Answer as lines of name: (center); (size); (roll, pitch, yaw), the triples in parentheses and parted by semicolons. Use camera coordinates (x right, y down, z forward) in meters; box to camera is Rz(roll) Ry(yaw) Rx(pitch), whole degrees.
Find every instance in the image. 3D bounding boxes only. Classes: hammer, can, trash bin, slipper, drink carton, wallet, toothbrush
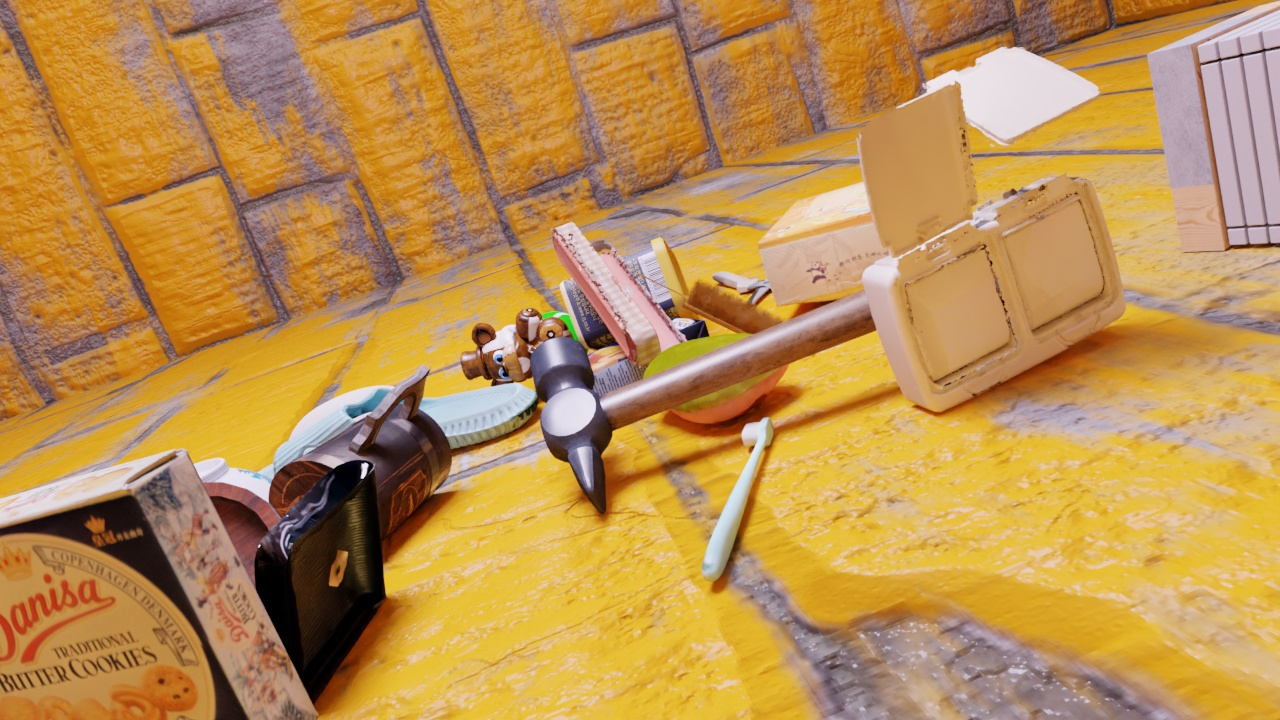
hammer: (0.089, -0.009, 0.580); (0.322, 0.040, 0.129); (-22, 47, 2)
can: (-0.008, -0.058, 0.890); (0.104, 0.075, 0.135); (-21, -4, 7)
trash bin: (0.485, -0.163, 0.564); (0.142, 0.142, 0.247); (-26, 16, -25)
slipper: (-0.225, 0.058, 0.812); (0.276, 0.069, 0.116); (-17, 11, 6)
drink carton: (-0.005, 0.005, 0.779); (0.129, 0.040, 0.064); (-24, 15, -21)
wallet: (-0.165, 0.113, 0.481); (0.026, 0.089, 0.114); (1, 15, 5)
toothbrush: (0.054, 0.071, 0.504); (0.017, 0.016, 0.180); (-11, 15, 19)

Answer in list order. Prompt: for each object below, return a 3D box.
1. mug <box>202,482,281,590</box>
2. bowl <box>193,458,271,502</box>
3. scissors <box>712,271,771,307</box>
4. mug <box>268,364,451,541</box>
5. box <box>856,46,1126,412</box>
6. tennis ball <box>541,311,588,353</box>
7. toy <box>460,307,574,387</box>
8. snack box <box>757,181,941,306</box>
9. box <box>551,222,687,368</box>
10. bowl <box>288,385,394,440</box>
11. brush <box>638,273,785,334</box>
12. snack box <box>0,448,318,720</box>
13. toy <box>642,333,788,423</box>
mug: (-0.244, 0.132, 0.498); (0.117, 0.081, 0.111); (-58, 5, -29)
bowl: (-0.330, 0.121, 0.690); (0.144, 0.074, 0.143); (-18, 14, 4)
scissors: (0.134, -0.092, 1.016); (0.180, 0.015, 0.198); (-2, 22, 46)
mug: (-0.185, 0.069, 0.634); (0.080, 0.116, 0.107); (26, 25, 9)
box: (0.197, -0.071, 0.512); (0.143, 0.180, 0.080); (-28, 16, -8)
tennis ball: (-0.084, -0.016, 0.904); (0.065, 0.065, 0.065); (-18, 14, 4)
toy: (-0.110, -0.004, 0.846); (0.113, 0.087, 0.067); (-12, 25, 10)
snack box: (0.210, -0.116, 0.868); (0.145, 0.080, 0.194); (-13, 15, 25)
box: (-0.018, -0.057, 0.761); (0.067, 0.057, 0.187); (-8, 39, -25)
bowl: (-0.300, 0.059, 0.948); (0.149, 0.043, 0.149); (-18, 14, 5)
brush: (0.061, -0.050, 0.785); (0.126, 0.017, 0.048); (26, 25, 6)
snack box: (-0.240, 0.125, 0.411); (0.144, 0.145, 0.042); (-15, 15, 16)
toy: (0.049, 0.010, 0.657); (0.089, 0.051, 0.110); (-36, 25, -31)
